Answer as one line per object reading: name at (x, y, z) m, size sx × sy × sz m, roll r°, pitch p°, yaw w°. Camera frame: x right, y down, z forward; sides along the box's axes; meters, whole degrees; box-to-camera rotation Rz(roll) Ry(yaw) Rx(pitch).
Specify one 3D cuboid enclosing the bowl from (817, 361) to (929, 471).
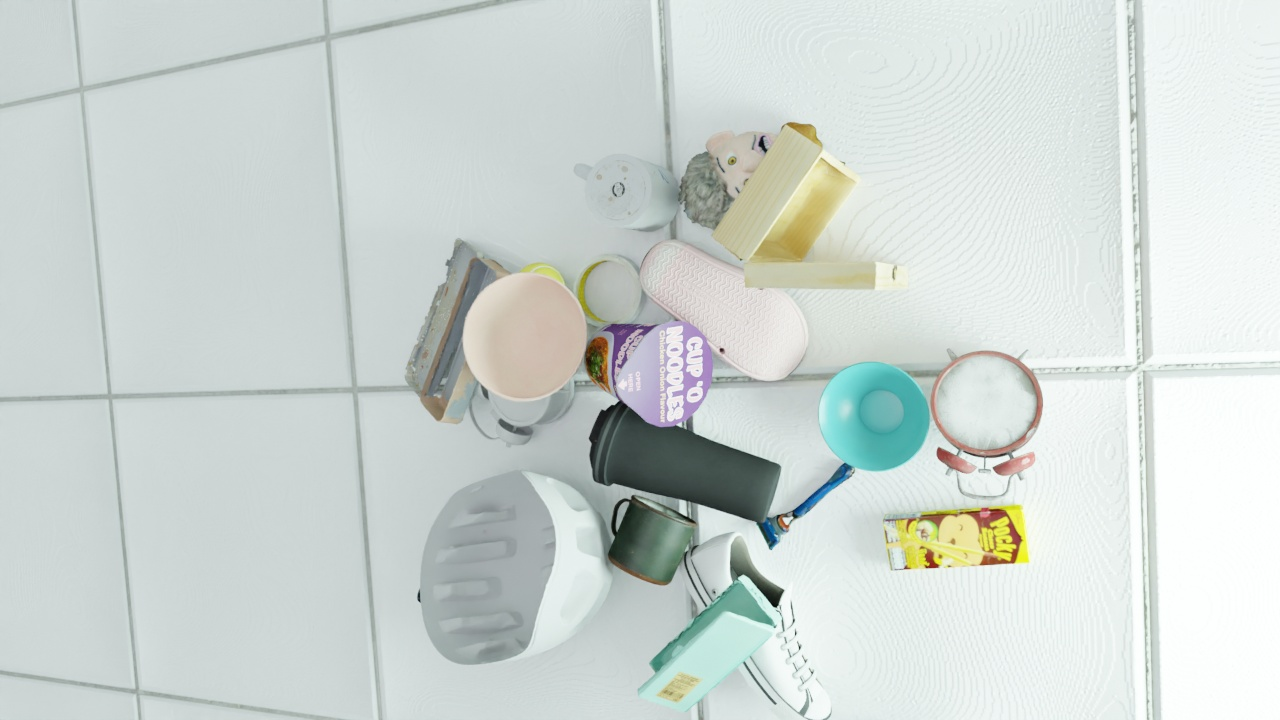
bowl at (0.264, 0.060, 1.022) m, size 0.121 × 0.046 × 0.121 m, roll 3°, pitch 96°, yaw 27°

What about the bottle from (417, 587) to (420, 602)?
bottle at (-0.229, 0.345, 1.244) m, size 0.161 × 0.056 × 0.056 m, roll 22°, pitch 102°, yaw 19°

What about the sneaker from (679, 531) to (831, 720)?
sneaker at (0.154, 0.303, 1.065) m, size 0.097 × 0.091 × 0.245 m, roll -41°, pitch 74°, yaw 26°

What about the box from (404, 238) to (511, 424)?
box at (-0.245, -0.041, 1.205) m, size 0.151 × 0.043 × 0.216 m, roll 34°, pitch 108°, yaw 41°

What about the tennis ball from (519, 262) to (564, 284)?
tennis ball at (-0.128, -0.091, 1.162) m, size 0.065 × 0.065 × 0.065 m, roll 2°, pitch 95°, yaw 22°

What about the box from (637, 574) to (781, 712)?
box at (0.068, 0.329, 1.019) m, size 0.077 × 0.079 × 0.189 m, roll 49°, pitch 124°, yaw 16°

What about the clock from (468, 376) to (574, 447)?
clock at (-0.158, 0.044, 1.193) m, size 0.160 × 0.061 × 0.120 m, roll -34°, pitch 81°, yaw 26°

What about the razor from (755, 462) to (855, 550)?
razor at (0.198, 0.167, 1.076) m, size 0.141 × 0.018 × 0.043 m, roll -42°, pitch 42°, yaw 18°

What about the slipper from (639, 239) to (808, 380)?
slipper at (0.099, -0.065, 1.078) m, size 0.221 × 0.055 × 0.107 m, roll 35°, pitch 104°, yaw 7°

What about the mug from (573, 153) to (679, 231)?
mug at (-0.023, -0.205, 1.093) m, size 0.119 × 0.096 × 0.083 m, roll 30°, pitch 104°, yaw 17°

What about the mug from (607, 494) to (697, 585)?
mug at (0.003, 0.208, 1.089) m, size 0.111 × 0.085 × 0.081 m, roll 22°, pitch 87°, yaw 41°

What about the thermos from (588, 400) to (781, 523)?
thermos at (0.052, 0.125, 1.093) m, size 0.219 × 0.105 × 0.106 m, roll 17°, pitch 100°, yaw 15°

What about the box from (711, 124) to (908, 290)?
box at (0.177, -0.124, 0.937) m, size 0.142 × 0.248 × 0.184 m, roll -34°, pitch 81°, yaw 22°

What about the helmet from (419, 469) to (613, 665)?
helmet at (-0.164, 0.261, 1.136) m, size 0.283 × 0.184 × 0.223 m, roll -24°, pitch 56°, yaw 20°

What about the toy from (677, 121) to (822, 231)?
toy at (0.126, -0.211, 1.047) m, size 0.176 × 0.076 × 0.132 m, roll -33°, pitch 82°, yaw 13°

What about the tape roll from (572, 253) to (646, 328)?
tape roll at (-0.039, -0.087, 1.151) m, size 0.094 × 0.019 × 0.094 m, roll 2°, pitch 95°, yaw 22°

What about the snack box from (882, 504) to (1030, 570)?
snack box at (0.348, 0.196, 1.014) m, size 0.149 × 0.025 × 0.061 m, roll -9°, pitch 92°, yaw 23°

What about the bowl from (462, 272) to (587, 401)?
bowl at (-0.131, -0.025, 1.104) m, size 0.153 × 0.076 × 0.153 m, roll -1°, pitch 85°, yaw 7°

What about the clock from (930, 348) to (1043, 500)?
clock at (0.366, 0.068, 0.972) m, size 0.110 × 0.062 × 0.156 m, roll 1°, pitch 81°, yaw 22°

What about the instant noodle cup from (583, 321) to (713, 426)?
instant noodle cup at (-0.006, 0.006, 1.078) m, size 0.122 × 0.136 × 0.122 m, roll 17°, pitch 113°, yaw 52°
